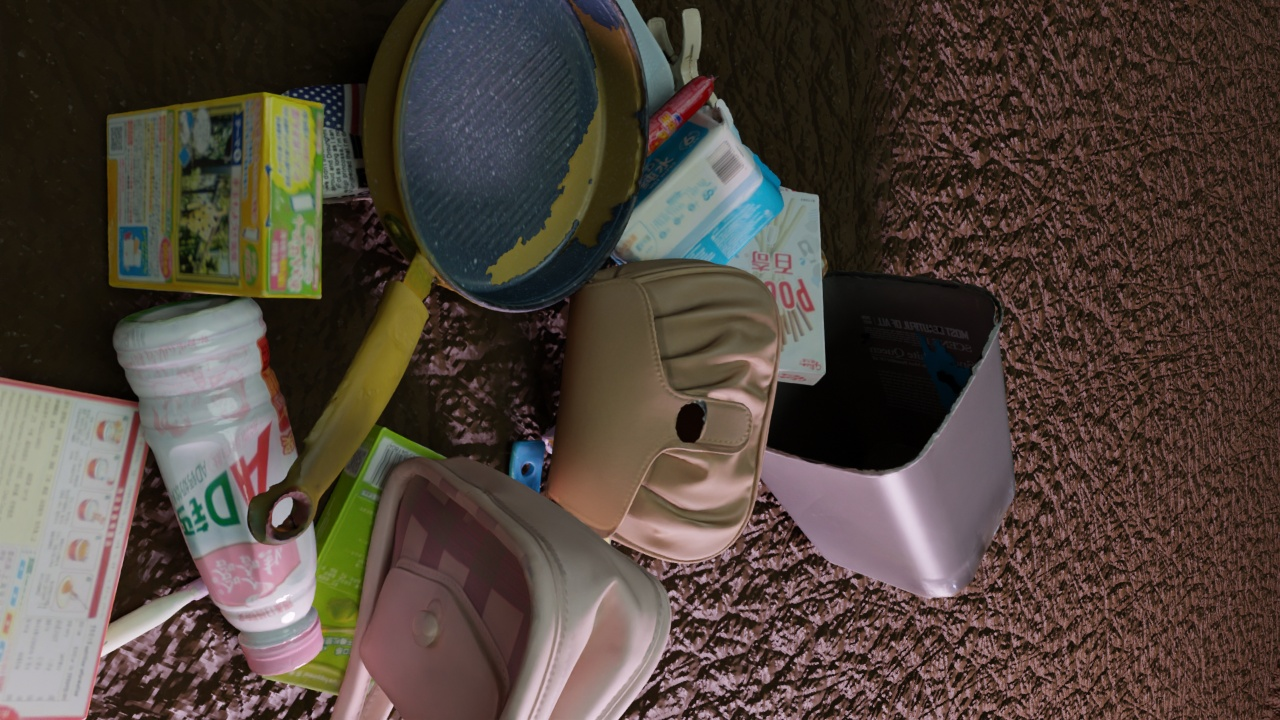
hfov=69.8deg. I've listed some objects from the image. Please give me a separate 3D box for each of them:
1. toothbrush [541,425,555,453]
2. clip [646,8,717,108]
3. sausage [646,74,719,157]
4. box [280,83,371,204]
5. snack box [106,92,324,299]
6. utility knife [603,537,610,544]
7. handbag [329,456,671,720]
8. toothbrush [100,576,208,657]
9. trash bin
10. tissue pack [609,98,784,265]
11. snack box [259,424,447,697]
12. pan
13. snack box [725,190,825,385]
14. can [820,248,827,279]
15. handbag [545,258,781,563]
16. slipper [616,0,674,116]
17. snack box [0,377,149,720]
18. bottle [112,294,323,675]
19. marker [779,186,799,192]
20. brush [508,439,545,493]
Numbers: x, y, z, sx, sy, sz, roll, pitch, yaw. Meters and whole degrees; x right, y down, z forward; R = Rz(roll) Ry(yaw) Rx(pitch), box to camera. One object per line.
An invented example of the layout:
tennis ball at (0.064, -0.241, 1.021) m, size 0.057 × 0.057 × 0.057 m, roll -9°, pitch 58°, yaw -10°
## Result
toothbrush at (-0.004, 0.004, 0.695) m, size 0.021 × 0.029 × 0.188 m, roll 40°, pitch 60°, yaw 12°
clip at (0.039, -0.206, 0.680) m, size 0.034 × 0.076 × 0.104 m, roll -22°, pitch 120°, yaw -37°
sausage at (-0.005, -0.147, 0.638) m, size 0.156 × 0.020 × 0.020 m, roll -41°, pitch 124°, yaw 1°
box at (-0.132, -0.130, 0.529) m, size 0.163 × 0.076 × 0.075 m, roll -13°, pitch 105°, yaw -39°
snack box at (-0.204, -0.075, 0.432) m, size 0.033 × 0.141 × 0.087 m, roll -4°, pitch 98°, yaw -53°
utility knife at (-0.054, 0.157, 0.629) m, size 0.176 × 0.019 × 0.031 m, roll -48°, pitch 127°, yaw -64°
handbag at (-0.107, 0.180, 0.493) m, size 0.093 × 0.193 × 0.234 m, roll 29°, pitch 86°, yaw -38°
toothbrush at (-0.270, 0.144, 0.484) m, size 0.189 × 0.029 × 0.020 m, roll -27°, pitch 69°, yaw -34°
trash bin at (0.208, 0.068, 0.783) m, size 0.198 × 0.199 × 0.220 m, roll -53°, pitch 131°, yaw -23°
tissue pack at (0.032, -0.110, 0.665) m, size 0.140 × 0.063 × 0.090 m, roll -45°, pitch 125°, yaw 1°
snack box at (-0.165, 0.126, 0.567) m, size 0.085 × 0.026 × 0.156 m, roll 33°, pitch 73°, yaw -38°
pan at (-0.097, -0.063, 0.486) m, size 0.356 × 0.078 × 0.198 m, roll -55°, pitch 141°, yaw -23°
snack box at (0.098, -0.061, 0.713) m, size 0.084 × 0.027 × 0.156 m, roll 5°, pitch 68°, yaw -8°
can at (0.095, -0.039, 0.750) m, size 0.147 × 0.058 × 0.058 m, roll -53°, pitch 125°, yaw -23°
handbag at (0.017, 0.033, 0.618) m, size 0.147 × 0.100 × 0.204 m, roll 6°, pitch 97°, yaw -14°
slipper at (-0.048, -0.243, 0.591) m, size 0.245 × 0.074 × 0.103 m, roll 48°, pitch 66°, yaw -35°
snack box at (-0.291, 0.090, 0.438) m, size 0.077 × 0.027 × 0.155 m, roll 17°, pitch 75°, yaw -41°
bottle at (-0.207, 0.067, 0.471) m, size 0.068 × 0.068 × 0.197 m, roll -21°, pitch 111°, yaw -37°
marker at (0.099, -0.144, 0.768) m, size 0.145 × 0.017 × 0.017 m, roll 6°, pitch 92°, yaw -41°
brush at (-0.083, 0.182, 0.642) m, size 0.083 × 0.046 × 0.254 m, roll 1°, pitch 91°, yaw -38°
